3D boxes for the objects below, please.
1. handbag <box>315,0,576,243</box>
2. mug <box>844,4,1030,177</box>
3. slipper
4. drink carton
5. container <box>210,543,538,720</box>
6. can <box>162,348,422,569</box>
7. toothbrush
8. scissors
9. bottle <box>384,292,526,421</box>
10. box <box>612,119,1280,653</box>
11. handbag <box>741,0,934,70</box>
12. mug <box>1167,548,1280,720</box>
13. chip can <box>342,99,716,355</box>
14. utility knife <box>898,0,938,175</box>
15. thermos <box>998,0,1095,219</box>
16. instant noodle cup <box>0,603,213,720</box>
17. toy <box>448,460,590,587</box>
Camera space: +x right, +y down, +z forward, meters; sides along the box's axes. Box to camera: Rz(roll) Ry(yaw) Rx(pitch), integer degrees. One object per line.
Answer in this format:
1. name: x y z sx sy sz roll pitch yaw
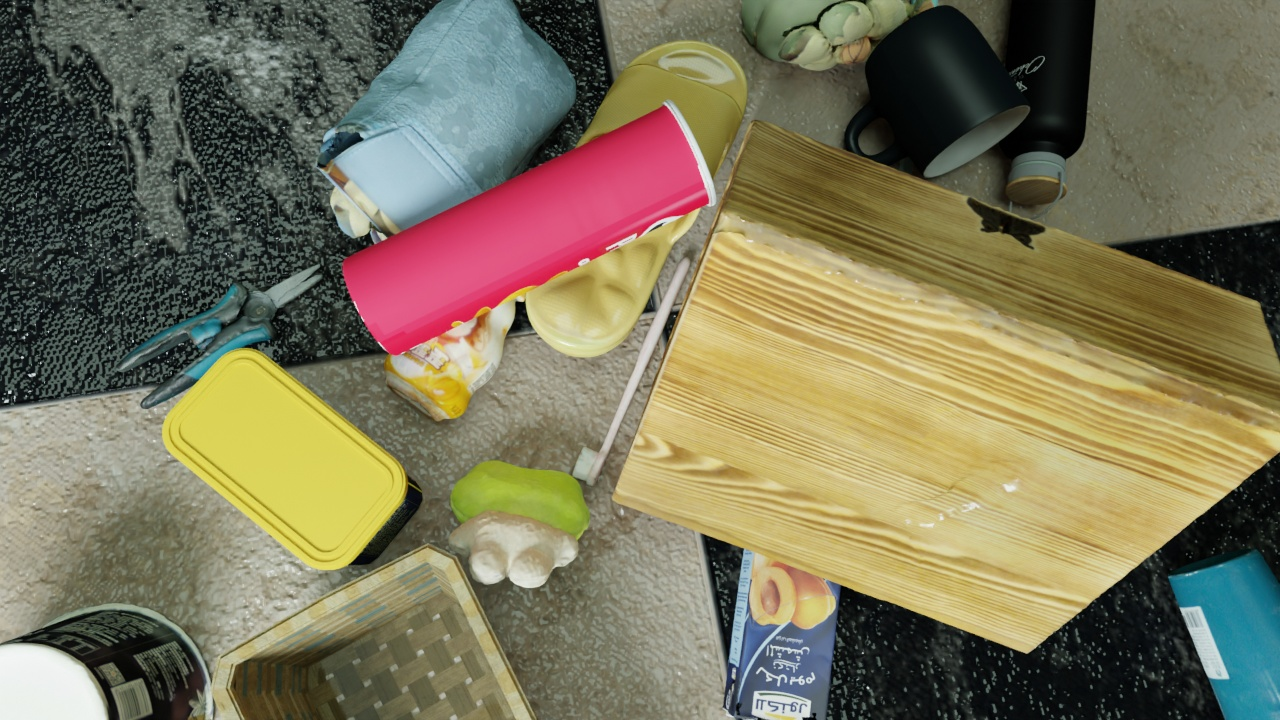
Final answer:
1. handbag: -0.140 -0.160 0.633 0.122 0.119 0.191 44 61 -35
2. mug: 0.206 -0.188 0.677 0.122 0.085 0.094 -34 77 28
3. slipper: -0.002 -0.128 0.634 0.099 0.078 0.263 23 74 3
4. drink carton: 0.096 0.174 0.609 0.064 0.040 0.130 10 76 -2
5. container: -0.118 0.241 0.499 0.157 0.186 0.250 -28 81 -11
6. can: -0.208 0.066 0.573 0.135 0.104 0.075 38 76 4
7. toothbrush: -0.004 0.004 0.652 0.018 0.016 0.181 23 77 6
8. scissors: -0.292 -0.025 0.632 0.140 0.019 0.128 8 76 -5
9. bottle: -0.122 -0.014 0.621 0.063 0.063 0.108 34 74 3
10. box: 0.165 -0.021 0.603 0.279 0.283 0.314 19 44 -1
11. handbag: 0.170 -0.289 0.688 0.186 0.113 0.117 -35 90 -12
12. mug: 0.413 0.193 0.618 0.078 0.078 0.121 -18 74 -9
13. chip can: -0.067 -0.080 0.564 0.220 0.069 0.069 -26 80 1
14. utility knife: 0.217 -0.222 0.723 0.022 0.016 0.179 8 75 10
15. thermos: 0.312 -0.215 0.706 0.061 0.061 0.231 12 76 -2
16. instant noodle cup: -0.334 0.211 0.525 0.137 0.112 0.137 1 76 -5
17. toy: -0.078 0.103 0.582 0.092 0.115 0.046 11 115 -5
